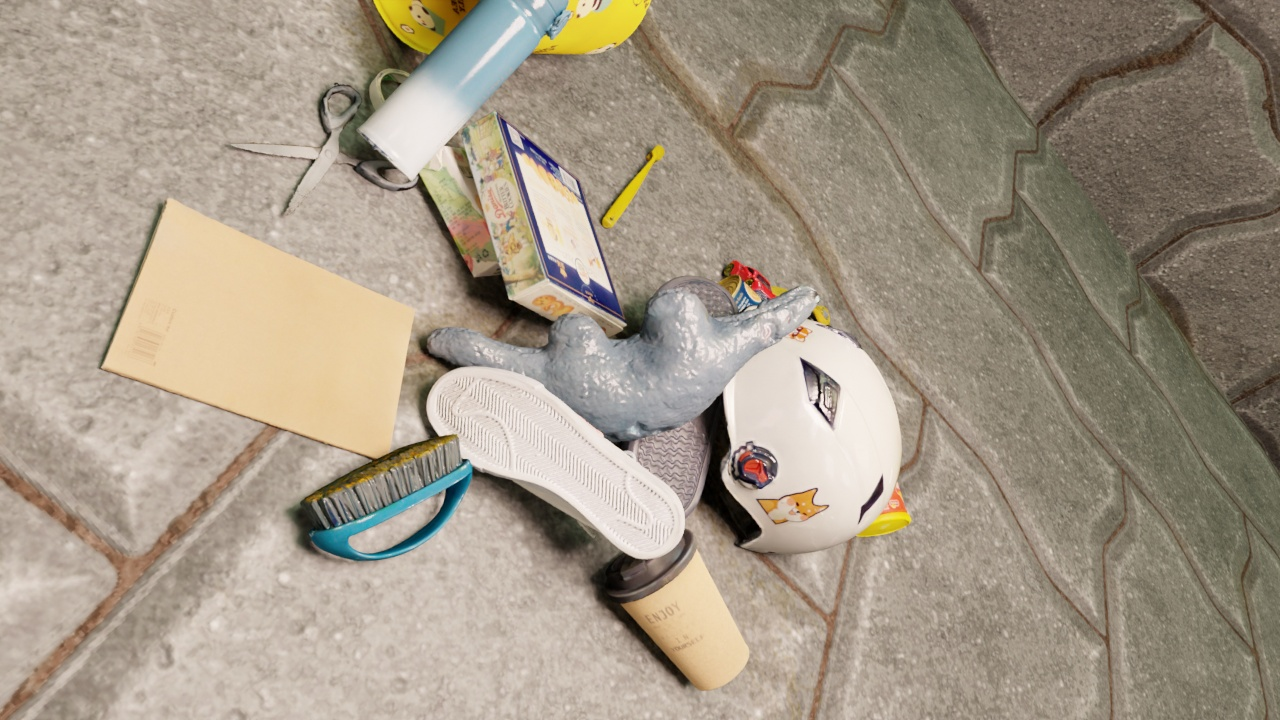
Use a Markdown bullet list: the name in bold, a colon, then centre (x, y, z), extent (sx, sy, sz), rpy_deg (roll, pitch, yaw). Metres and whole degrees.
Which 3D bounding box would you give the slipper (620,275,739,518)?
- **slipper**: centre (0.025, 0.037, 0.941), extent (0.110, 0.083, 0.267), rpy_deg (22, 68, -22)

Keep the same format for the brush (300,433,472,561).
- **brush**: centre (-0.183, 0.107, 0.690), extent (0.143, 0.055, 0.073), rpy_deg (-25, 100, -51)

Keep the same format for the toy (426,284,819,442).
- **toy**: centre (-0.005, 0.005, 0.830), extent (0.091, 0.356, 0.138), rpy_deg (-121, -158, -72)

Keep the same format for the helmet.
- **helmet**: centre (0.187, 0.077, 0.949), extent (0.229, 0.157, 0.274), rpy_deg (-53, 138, -51)

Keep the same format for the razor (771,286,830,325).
- **razor**: centre (0.209, -0.076, 1.236), extent (0.132, 0.028, 0.043), rpy_deg (21, 55, -34)

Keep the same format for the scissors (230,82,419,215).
- **scissors**: centre (-0.276, -0.188, 0.817), extent (0.180, 0.014, 0.159), rpy_deg (8, 59, -44)

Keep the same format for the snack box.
- **snack box**: centre (-0.090, -0.124, 0.891), extent (0.177, 0.046, 0.182), rpy_deg (27, 43, -65)

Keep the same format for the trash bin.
- **trash bin**: centre (-0.124, -0.436, 0.987), extent (0.254, 0.230, 0.229), rpy_deg (-18, 79, -55)

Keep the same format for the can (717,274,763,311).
- **can**: centre (0.126, -0.037, 1.084), extent (0.111, 0.076, 0.075), rpy_deg (42, 42, -18)

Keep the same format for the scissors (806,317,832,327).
- **scissors**: centre (0.238, -0.025, 1.130), extent (0.204, 0.022, 0.224), rpy_deg (15, 16, -45)

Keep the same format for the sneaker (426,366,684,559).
- **sneaker**: centre (-0.066, 0.081, 0.778), extent (0.242, 0.089, 0.090), rpy_deg (32, 2, 8)

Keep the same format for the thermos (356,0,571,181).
- **thermos**: centre (-0.155, -0.260, 0.821), extent (0.070, 0.220, 0.070), rpy_deg (43, -2, 2)

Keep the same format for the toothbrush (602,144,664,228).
- **toothbrush**: centre (-0.008, -0.212, 1.110), extent (0.015, 0.017, 0.189), rpy_deg (45, 42, -16)

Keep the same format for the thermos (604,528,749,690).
- **thermos**: centre (0.035, 0.220, 0.817), extent (0.143, 0.093, 0.092), rpy_deg (57, 39, -12)

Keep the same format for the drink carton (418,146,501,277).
- **drink carton**: centre (-0.162, -0.141, 0.879), extent (0.122, 0.046, 0.053), rpy_deg (61, 24, 3)

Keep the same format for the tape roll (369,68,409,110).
- **tape roll**: centre (-0.226, -0.248, 0.902), extent (0.085, 0.014, 0.085), rpy_deg (34, 37, -31)

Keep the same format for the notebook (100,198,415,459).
- **notebook**: centre (-0.279, -0.020, 0.707), extent (0.211, 0.012, 0.149), rpy_deg (26, 50, -33)

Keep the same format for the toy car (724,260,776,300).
- **toy car**: centre (0.141, -0.093, 1.137), extent (0.049, 0.031, 0.106), rpy_deg (37, 10, -26)

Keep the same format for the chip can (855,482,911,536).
- **chip can**: centre (0.269, 0.106, 1.140), extent (0.073, 0.073, 0.216), rpy_deg (11, 57, -41)
